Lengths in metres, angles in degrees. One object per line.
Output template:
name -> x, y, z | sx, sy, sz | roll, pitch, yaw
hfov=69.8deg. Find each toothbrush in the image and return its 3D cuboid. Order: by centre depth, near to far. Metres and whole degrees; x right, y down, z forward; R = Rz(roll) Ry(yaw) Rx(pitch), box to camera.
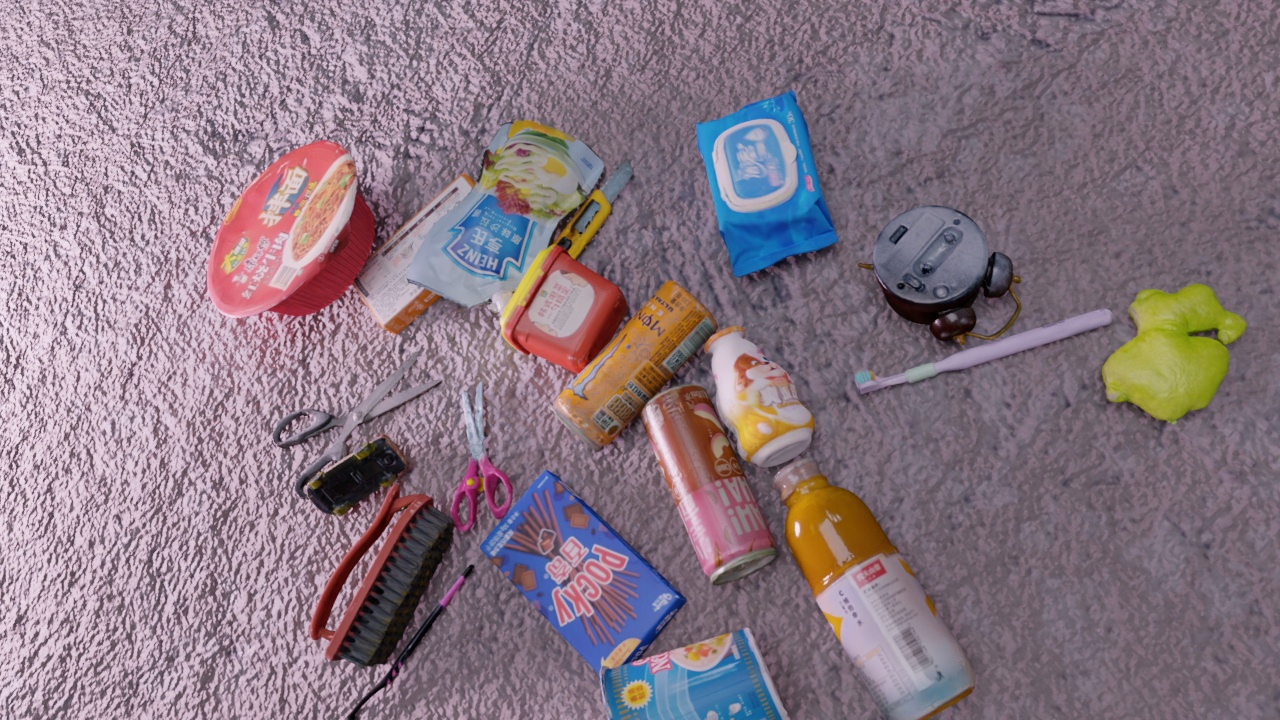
toothbrush -> 0.255, -0.008, 0.689 | 0.189, 0.029, 0.021 | -16, 108, 11
toothbrush -> -0.195, 0.247, 0.758 | 0.018, 0.014, 0.189 | 37, 86, 16

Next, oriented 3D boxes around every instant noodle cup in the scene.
instant noodle cup -> 0.041, 0.241, 0.641 | 0.110, 0.099, 0.099 | -24, 66, 1
instant noodle cup -> -0.325, -0.113, 0.883 | 0.194, 0.066, 0.193 | -16, 57, 25

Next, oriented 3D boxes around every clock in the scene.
clock -> 0.230, -0.063, 0.696 | 0.122, 0.055, 0.082 | 41, 87, 25

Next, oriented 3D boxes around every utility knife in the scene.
utility knife -> -0.066, -0.108, 0.834 | 0.033, 0.015, 0.193 | 34, 85, 23

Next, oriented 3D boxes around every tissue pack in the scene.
tissue pack -> 0.103, -0.151, 0.771 | 0.095, 0.052, 0.157 | -16, 68, 13

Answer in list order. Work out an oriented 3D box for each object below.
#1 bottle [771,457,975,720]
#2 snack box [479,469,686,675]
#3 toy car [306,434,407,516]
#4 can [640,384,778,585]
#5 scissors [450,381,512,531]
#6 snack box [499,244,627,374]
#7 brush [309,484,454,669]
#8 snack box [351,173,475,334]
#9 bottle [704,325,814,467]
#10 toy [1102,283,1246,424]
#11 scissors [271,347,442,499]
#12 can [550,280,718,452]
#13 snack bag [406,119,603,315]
bottle -> 0.154, 0.155, 0.639 | 0.068, 0.068, 0.189 | -32, 65, 6
snack box -> -0.048, 0.168, 0.727 | 0.157, 0.026, 0.084 | 39, 87, 26
toy car -> -0.252, 0.102, 0.812 | 0.090, 0.035, 0.042 | -33, 107, 6
can -> 0.051, 0.093, 0.702 | 0.058, 0.058, 0.147 | -27, 65, 8
scissors -> -0.133, 0.076, 0.788 | 0.077, 0.017, 0.137 | -16, 64, 33
snack box -> -0.062, -0.039, 0.776 | 0.080, 0.082, 0.091 | 28, 82, 15
brush -> -0.214, 0.177, 0.761 | 0.069, 0.063, 0.145 | 25, 80, 11
snack box -> -0.200, -0.101, 0.872 | 0.154, 0.026, 0.075 | -41, 65, 2
bottle -> 0.087, 0.026, 0.709 | 0.063, 0.063, 0.108 | -29, 65, 7
toy -> 0.373, -0.006, 0.641 | 0.097, 0.031, 0.100 | -7, 69, 15
scissors -> -0.268, 0.055, 0.849 | 0.171, 0.014, 0.159 | 8, 74, 20
can -> -0.004, 0.004, 0.751 | 0.146, 0.058, 0.058 | -47, 64, -1
snack bag -> -0.119, -0.129, 0.825 | 0.110, 0.039, 0.190 | 27, 69, 2
